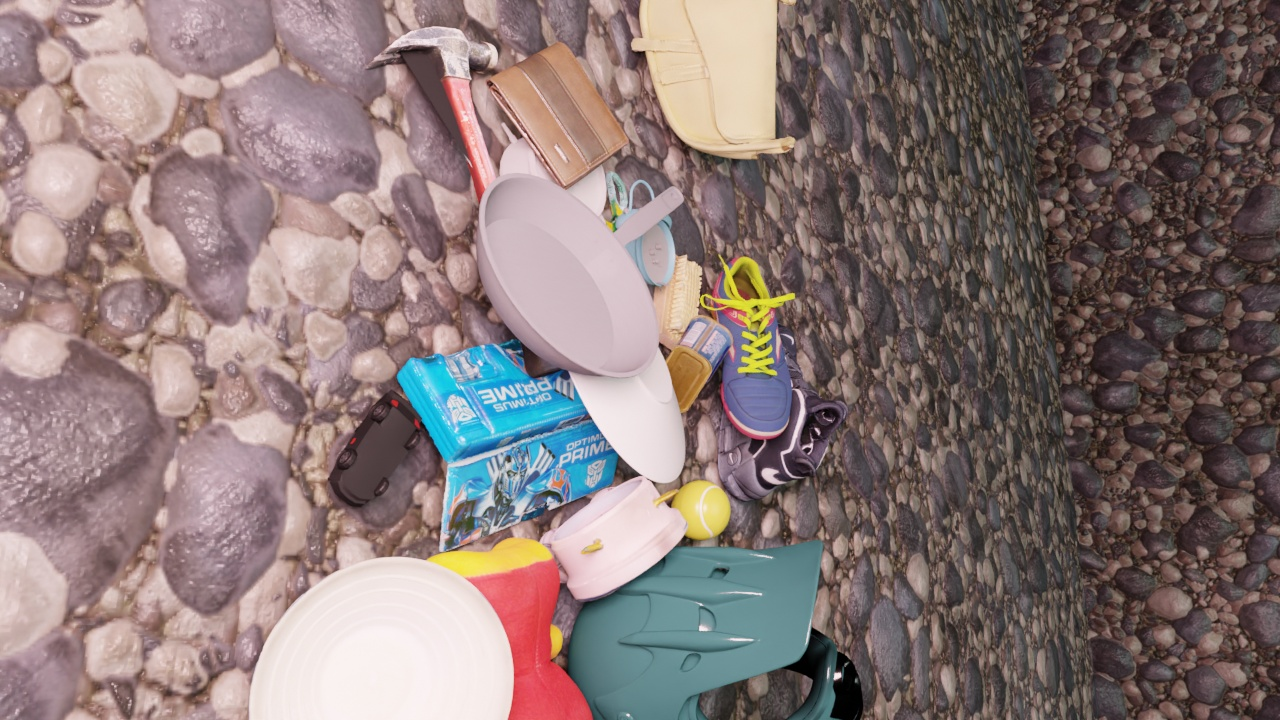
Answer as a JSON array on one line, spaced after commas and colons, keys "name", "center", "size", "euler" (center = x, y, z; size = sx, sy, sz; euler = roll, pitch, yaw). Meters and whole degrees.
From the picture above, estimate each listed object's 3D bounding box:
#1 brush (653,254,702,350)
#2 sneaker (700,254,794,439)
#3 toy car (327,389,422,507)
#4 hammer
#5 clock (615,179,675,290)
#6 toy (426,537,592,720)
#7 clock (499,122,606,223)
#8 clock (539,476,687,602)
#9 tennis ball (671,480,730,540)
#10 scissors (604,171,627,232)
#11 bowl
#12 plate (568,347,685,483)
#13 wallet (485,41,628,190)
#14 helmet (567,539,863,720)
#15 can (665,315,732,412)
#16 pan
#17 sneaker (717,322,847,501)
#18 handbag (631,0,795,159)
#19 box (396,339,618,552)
[{"name": "brush", "center": [0.044, -0.070, 1.066], "size": [0.049, 0.039, 0.117], "euler": [33, 53, -43]}, {"name": "sneaker", "center": [0.126, -0.022, 1.068], "size": [0.116, 0.091, 0.241], "euler": [3, 50, -13]}, {"name": "toy car", "center": [-0.205, 0.068, 0.704], "size": [0.042, 0.036, 0.091], "euler": [51, 54, -34]}, {"name": "hammer", "center": [-0.138, -0.141, 0.810], "size": [0.140, 0.036, 0.326], "euler": [-13, 83, -53]}, {"name": "clock", "center": [0.008, -0.138, 1.018], "size": [0.087, 0.042, 0.123], "euler": [-15, 101, -58]}, {"name": "toy", "center": [-0.105, 0.255, 0.742], "size": [0.147, 0.099, 0.216], "euler": [-5, 80, -46]}, {"name": "clock", "center": [-0.081, -0.159, 0.905], "size": [0.119, 0.061, 0.159], "euler": [-11, 89, -53]}, {"name": "clock", "center": [-0.030, 0.155, 0.813], "size": [0.116, 0.158, 0.059], "euler": [-34, 93, -26]}, {"name": "tennis ball", "center": [0.066, 0.165, 1.011], "size": [0.065, 0.065, 0.065], "euler": [18, 67, -50]}, {"name": "scissors", "center": [-0.027, -0.152, 1.017], "size": [0.125, 0.011, 0.130], "euler": [28, 61, -52]}, {"name": "bowl", "center": [-0.182, 0.229, 0.646], "size": [0.176, 0.058, 0.176], "euler": [5, 77, -25]}, {"name": "plate", "center": [-0.005, 0.005, 0.878], "size": [0.229, 0.030, 0.228], "euler": [50, 24, -32]}, {"name": "wallet", "center": [-0.076, -0.232, 0.866], "size": [0.098, 0.027, 0.121], "euler": [-43, 103, -35]}, {"name": "helmet", "center": [0.058, 0.254, 0.802], "size": [0.200, 0.275, 0.176], "euler": [55, 35, -27]}, {"name": "can", "center": [0.055, 0.005, 1.014], "size": [0.054, 0.100, 0.058], "euler": [33, 46, 5]}, {"name": "pan", "center": [-0.035, -0.099, 0.840], "size": [0.201, 0.051, 0.355], "euler": [52, 30, -6]}, {"name": "sneaker", "center": [0.186, 0.047, 1.129], "size": [0.097, 0.151, 0.251], "euler": [41, 50, -39]}, {"name": "handbag", "center": [0.092, -0.358, 1.101], "size": [0.088, 0.191, 0.233], "euler": [-21, 111, -70]}, {"name": "box", "center": [-0.091, 0.059, 0.830], "size": [0.242, 0.070, 0.171], "euler": [-14, 93, -53]}]
